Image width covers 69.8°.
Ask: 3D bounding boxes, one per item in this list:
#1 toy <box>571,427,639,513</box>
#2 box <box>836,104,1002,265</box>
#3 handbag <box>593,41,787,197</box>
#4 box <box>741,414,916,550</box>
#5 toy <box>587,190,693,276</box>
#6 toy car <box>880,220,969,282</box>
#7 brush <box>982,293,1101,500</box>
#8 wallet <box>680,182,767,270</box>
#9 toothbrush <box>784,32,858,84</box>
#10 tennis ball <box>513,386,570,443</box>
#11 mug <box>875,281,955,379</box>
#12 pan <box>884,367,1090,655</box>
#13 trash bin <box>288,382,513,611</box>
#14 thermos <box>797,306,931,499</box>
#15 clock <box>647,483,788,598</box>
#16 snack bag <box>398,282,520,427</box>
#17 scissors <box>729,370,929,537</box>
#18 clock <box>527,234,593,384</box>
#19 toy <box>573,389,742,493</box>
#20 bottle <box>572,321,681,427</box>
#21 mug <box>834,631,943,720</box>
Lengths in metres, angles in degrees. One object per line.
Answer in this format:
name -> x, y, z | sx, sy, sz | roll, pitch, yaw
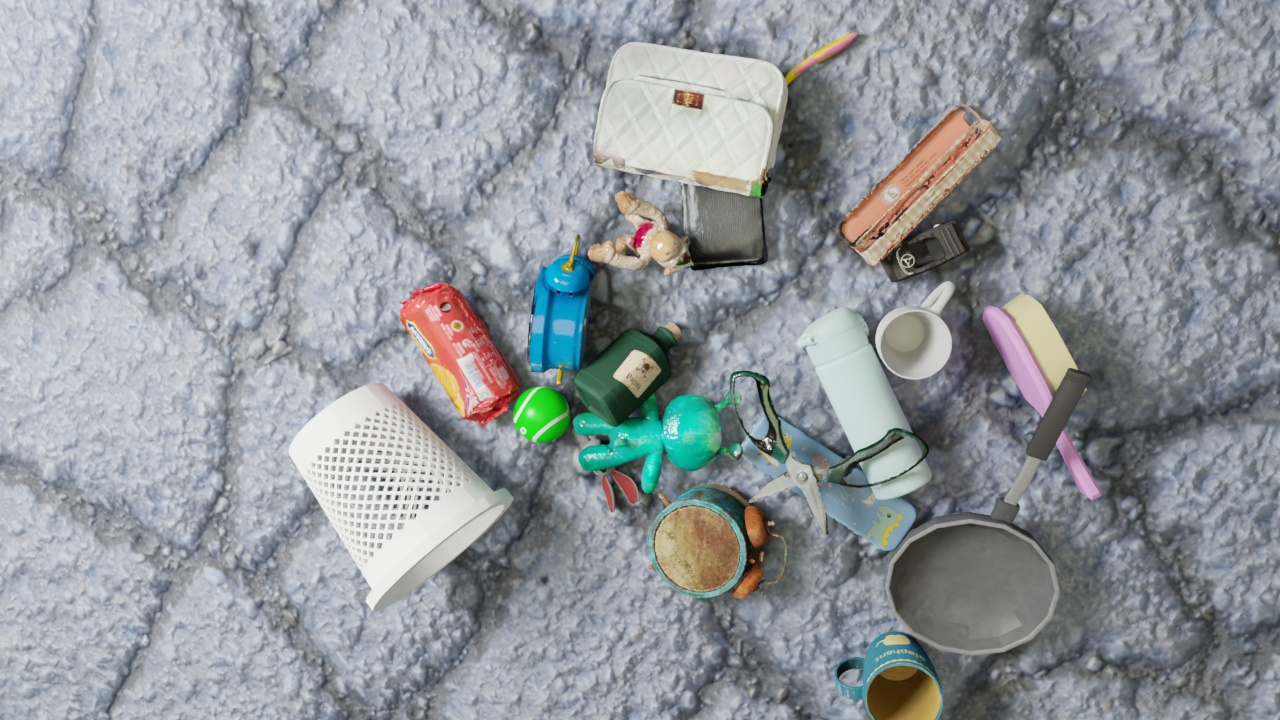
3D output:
toy -> -0.043, 0.122, 1.075 | 0.049, 0.030, 0.111 | -26, 95, 27
box -> 0.289, -0.184, 0.961 | 0.048, 0.085, 0.187 | 36, 103, -32
handbag -> 0.051, -0.255, 0.961 | 0.195, 0.072, 0.139 | 13, 96, 14
box -> 0.212, 0.137, 1.034 | 0.209, 0.037, 0.066 | 34, 100, 2
toy -> 0.008, -0.124, 0.999 | 0.106, 0.074, 0.085 | 30, 95, 8
toy car -> 0.294, -0.113, 0.962 | 0.093, 0.037, 0.040 | -23, 98, 45
brush -> 0.431, 0.037, 0.953 | 0.043, 0.089, 0.228 | -29, 94, 8
wallet -> 0.090, -0.158, 1.007 | 0.089, 0.026, 0.115 | -4, 99, 12
toothbrush -> 0.170, -0.308, 0.971 | 0.136, 0.021, 0.016 | -34, 107, 15
tennis ball -> -0.114, 0.062, 1.058 | 0.065, 0.065, 0.065 | 2, 100, 9
mug -> 0.292, -0.038, 0.962 | 0.071, 0.089, 0.107 | 33, 103, 2
pan -> 0.382, 0.163, 0.969 | 0.178, 0.041, 0.358 | 18, 117, 6
trash bin -> -0.285, 0.144, 1.050 | 0.196, 0.195, 0.199 | -43, 81, 13
thermos -> 0.242, 0.044, 0.991 | 0.077, 0.065, 0.207 | -25, 90, -18
clock -> 0.091, 0.208, 1.045 | 0.158, 0.073, 0.121 | 11, 101, 19
snack bag -> -0.205, -0.010, 1.058 | 0.082, 0.082, 0.176 | -30, 94, 13
scissors -> 0.190, 0.084, 0.972 | 0.202, 0.015, 0.201 | -23, 91, 20
clock -> -0.086, -0.059, 1.007 | 0.060, 0.116, 0.161 | 9, 104, 0
toy -> 0.021, 0.085, 1.032 | 0.193, 0.072, 0.130 | -7, 89, 5
bottle -> -0.006, 0.006, 1.020 | 0.131, 0.061, 0.061 | -43, 48, -17
mug -> 0.274, 0.353, 1.026 | 0.112, 0.104, 0.084 | -5, 98, 12
